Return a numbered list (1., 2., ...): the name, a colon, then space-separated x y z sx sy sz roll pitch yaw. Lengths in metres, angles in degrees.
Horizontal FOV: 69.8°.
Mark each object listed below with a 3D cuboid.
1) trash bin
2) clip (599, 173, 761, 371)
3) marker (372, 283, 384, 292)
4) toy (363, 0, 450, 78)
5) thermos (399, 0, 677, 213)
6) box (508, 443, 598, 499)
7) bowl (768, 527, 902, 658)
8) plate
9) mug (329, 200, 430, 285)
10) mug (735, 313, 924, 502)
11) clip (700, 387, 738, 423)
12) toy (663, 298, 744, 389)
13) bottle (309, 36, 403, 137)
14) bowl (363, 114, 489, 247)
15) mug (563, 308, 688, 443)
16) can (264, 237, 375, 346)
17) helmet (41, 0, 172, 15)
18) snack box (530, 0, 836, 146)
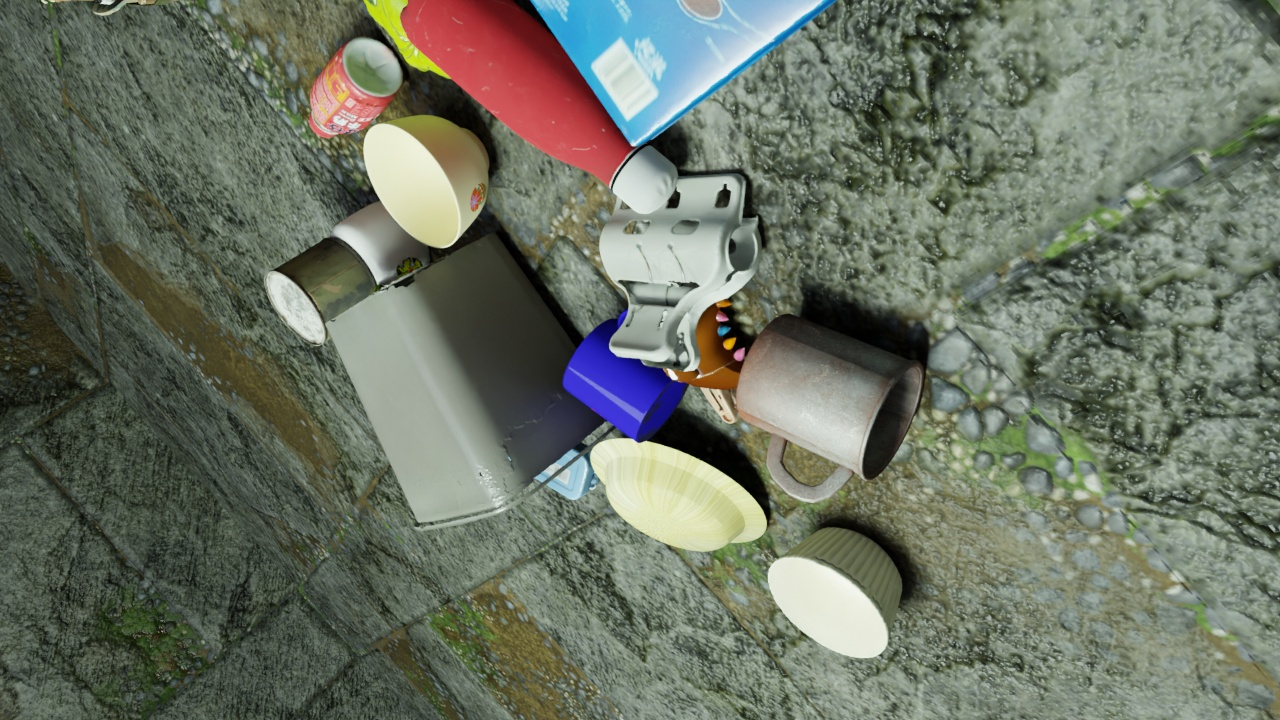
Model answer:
1. trash bin: -0.169 0.016 0.895 0.198 0.196 0.220 -19 103 46
2. clip: 0.029 -0.064 0.695 0.126 0.089 0.150 7 93 45
3. marker: -0.228 -0.040 0.992 0.017 0.017 0.146 6 157 44
4. toy: -0.190 -0.278 0.758 0.094 0.036 0.094 25 146 26
5. thermos: -0.070 -0.196 0.675 0.240 0.073 0.073 42 145 8
6. box: -0.132 0.085 1.072 0.210 0.052 0.067 26 119 25
7. bowl: 0.177 0.196 0.806 0.115 0.062 0.115 28 141 25
8. plate: 0.028 0.144 0.889 0.184 0.036 0.185 20 150 12
9. mug: -0.283 -0.111 0.994 0.094 0.067 0.116 38 145 14
10. mug: 0.127 0.037 0.655 0.110 0.123 0.096 24 168 36
11. clip: 0.067 0.027 0.786 0.061 0.049 0.026 29 153 -24
12. toy: 0.065 -0.021 0.730 0.103 0.070 0.090 7 113 26
13. bottle: -0.275 -0.246 0.859 0.138 0.061 0.062 -14 114 53
14. bowl: -0.177 -0.170 0.815 0.118 0.073 0.118 29 142 25
15. mug: -0.005 0.005 0.811 0.083 0.079 0.111 35 116 17
16. can: -0.331 -0.073 0.956 0.090 0.074 0.090 27 140 25
17. helmet: -0.423 -0.382 0.729 0.225 0.235 0.193 -8 103 54
18. snack box: 0.003 -0.270 0.506 0.196 0.056 0.239 -27 102 42
